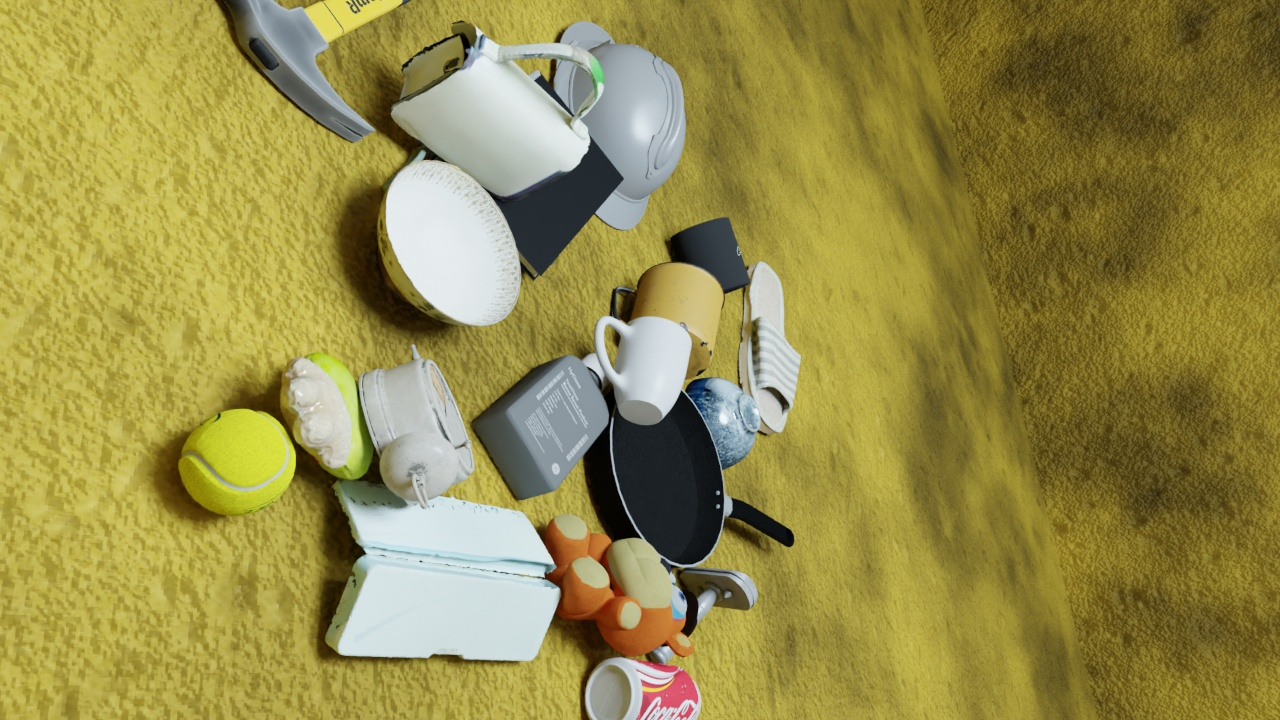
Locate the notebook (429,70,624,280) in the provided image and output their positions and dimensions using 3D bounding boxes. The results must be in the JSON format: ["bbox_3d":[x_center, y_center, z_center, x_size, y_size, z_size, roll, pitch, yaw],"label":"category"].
[{"bbox_3d":[-0.106,-0.193,0.926,0.149,0.016,0.206,50,42,-17],"label":"notebook"}]

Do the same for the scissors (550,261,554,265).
[{"bbox_3d":[-0.102,-0.162,0.947,0.155,0.019,0.124,-35,104,-56],"label":"scissors"}]

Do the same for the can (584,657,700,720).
[{"bbox_3d":[0.004,0.301,0.817,0.104,0.064,0.064,28,51,-47],"label":"can"}]

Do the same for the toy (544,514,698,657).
[{"bbox_3d":[-0.016,0.207,0.813,0.176,0.096,0.112,50,3,-37],"label":"toy"}]

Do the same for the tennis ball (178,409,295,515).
[{"bbox_3d":[-0.247,0.063,0.565,0.065,0.066,0.065,32,49,-45],"label":"tennis ball"}]

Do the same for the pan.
[{"bbox_3d":[0.065,0.148,1.008,0.355,0.044,0.203,35,46,-43],"label":"pan"}]

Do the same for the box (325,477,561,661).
[{"bbox_3d":[-0.147,0.162,0.693,0.197,0.074,0.126,26,35,-50],"label":"box"}]

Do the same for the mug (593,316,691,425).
[{"bbox_3d":[-0.005,0.005,0.887,0.107,0.071,0.089,34,50,-26],"label":"mug"}]

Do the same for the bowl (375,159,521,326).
[{"bbox_3d":[-0.171,-0.087,0.761,0.145,0.063,0.145,32,48,-44],"label":"bowl"}]

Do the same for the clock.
[{"bbox_3d":[-0.152,0.056,0.652,0.156,0.061,0.103,-119,-171,-63],"label":"clock"}]

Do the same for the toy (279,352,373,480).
[{"bbox_3d":[-0.212,0.038,0.617,0.118,0.043,0.092,125,-52,-85],"label":"toy"}]

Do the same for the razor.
[{"bbox_3d":[0.050,0.258,0.917,0.116,0.088,0.047,-40,109,-36],"label":"razor"}]

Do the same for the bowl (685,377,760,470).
[{"bbox_3d":[0.107,0.069,1.100,0.114,0.061,0.114,33,47,-44],"label":"bowl"}]

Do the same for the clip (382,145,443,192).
[{"bbox_3d":[-0.198,-0.160,0.800,0.042,0.023,0.075,50,36,-26],"label":"clip"}]

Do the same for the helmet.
[{"bbox_3d":[-0.001,-0.295,1.073,0.183,0.118,0.270,20,62,-51],"label":"helmet"}]

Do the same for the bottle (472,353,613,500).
[{"bbox_3d":[-0.076,0.045,0.850,0.084,0.046,0.173,62,33,-14],"label":"bottle"}]

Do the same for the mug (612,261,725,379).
[{"bbox_3d":[0.026,-0.044,1.015,0.123,0.101,0.093,16,52,-3],"label":"mug"}]

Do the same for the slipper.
[{"bbox_3d":[0.181,-0.024,1.271,0.114,0.054,0.272,45,39,-42],"label":"slipper"}]

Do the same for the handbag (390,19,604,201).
[{"bbox_3d":[-0.103,-0.226,0.786,0.151,0.176,0.073,33,52,-42],"label":"handbag"}]

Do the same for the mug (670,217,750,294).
[{"bbox_3d":[0.090,-0.125,1.174,0.113,0.078,0.088,-5,77,-84],"label":"mug"}]

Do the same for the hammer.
[{"bbox_3d":[-0.238,-0.318,0.819,0.170,0.034,0.323,57,33,-23],"label":"hammer"}]
